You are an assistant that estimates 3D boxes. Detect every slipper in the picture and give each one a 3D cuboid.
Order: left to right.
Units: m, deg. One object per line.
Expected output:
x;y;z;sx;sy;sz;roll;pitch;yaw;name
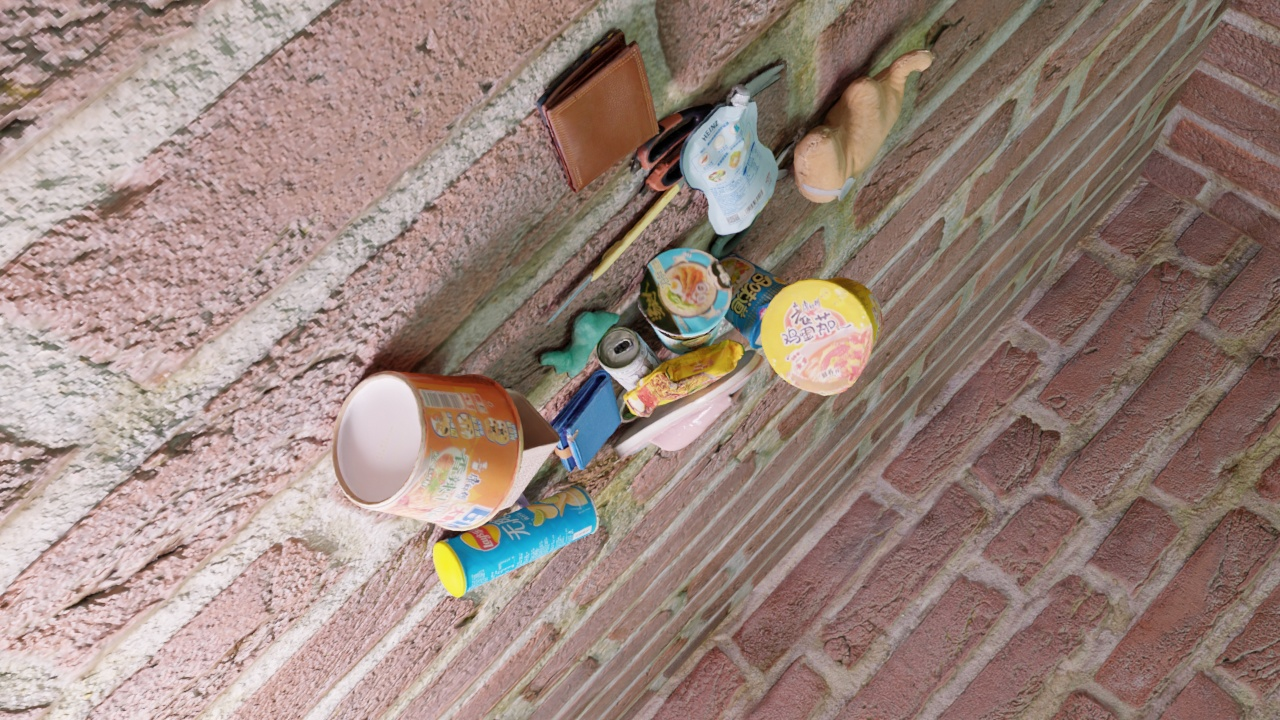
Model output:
0.066;0.071;1.237;0.275;0.054;0.113;-35;-170;36;slipper

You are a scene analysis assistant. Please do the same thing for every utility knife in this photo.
-0.024;-0.116;0.979;0.219;0.022;0.031;-52;175;-6;utility knife

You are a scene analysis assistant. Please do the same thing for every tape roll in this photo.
-0.002;0.049;1.271;0.085;0.014;0.086;-38;154;-23;tape roll

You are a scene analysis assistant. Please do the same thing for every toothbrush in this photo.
-0.153;0.208;1.248;0.189;0.029;0.021;77;17;-59;toothbrush

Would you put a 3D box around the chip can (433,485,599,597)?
-0.156;0.227;1.175;0.209;0.071;0.071;-19;143;-36;chip can

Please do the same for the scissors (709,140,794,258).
0.123;-0.193;1.120;0.169;0.019;0.180;-22;143;-47;scissors

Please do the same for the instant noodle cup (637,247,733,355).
0.056;-0.060;1.105;0.111;0.111;0.120;-44;163;-10;instant noodle cup

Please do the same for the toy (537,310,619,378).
-0.072;-0.017;1.038;0.096;0.030;0.092;-2;127;-51;toy

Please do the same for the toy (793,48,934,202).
0.276;-0.296;1.148;0.226;0.082;0.143;-48;165;-7;toy

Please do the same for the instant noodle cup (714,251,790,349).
0.135;-0.086;1.183;0.099;0.110;0.099;-39;154;-23;instant noodle cup

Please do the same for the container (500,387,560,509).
-0.163;0.103;0.994;0.089;0.090;0.111;-10;138;-55;container

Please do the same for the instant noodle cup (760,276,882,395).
0.231;-0.040;1.130;0.109;0.138;0.138;-25;148;-58;instant noodle cup

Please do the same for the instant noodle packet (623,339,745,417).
0.053;0.021;1.107;0.128;0.044;0.111;-22;171;-37;instant noodle packet

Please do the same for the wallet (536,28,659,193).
-0.036;-0.214;0.808;0.101;0.032;0.124;-41;155;-9;wallet

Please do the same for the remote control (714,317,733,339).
0.134;-0.069;1.315;0.149;0.021;0.058;-31;151;-33;remote control

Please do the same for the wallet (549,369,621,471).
-0.069;0.081;1.176;0.106;0.040;0.133;-50;157;-19;wallet

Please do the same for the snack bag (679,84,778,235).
0.098;-0.211;0.988;0.110;0.039;0.191;-44;153;1;snack bag

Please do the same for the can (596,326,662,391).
-0.007;0.007;1.145;0.058;0.058;0.147;-48;156;-2;can

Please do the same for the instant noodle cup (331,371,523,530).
-0.198;0.077;0.835;0.151;0.151;0.111;-54;147;12;instant noodle cup

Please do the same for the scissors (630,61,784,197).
0.075;-0.245;0.965;0.206;0.015;0.193;-11;135;-53;scissors
